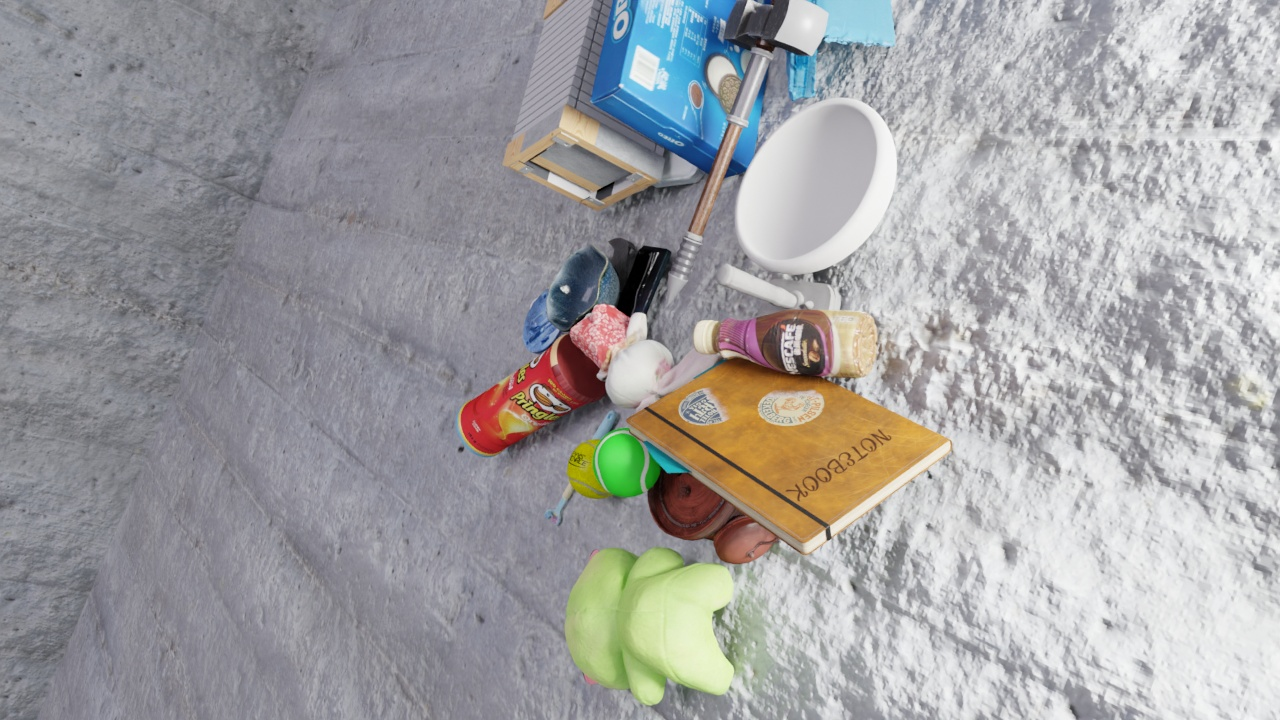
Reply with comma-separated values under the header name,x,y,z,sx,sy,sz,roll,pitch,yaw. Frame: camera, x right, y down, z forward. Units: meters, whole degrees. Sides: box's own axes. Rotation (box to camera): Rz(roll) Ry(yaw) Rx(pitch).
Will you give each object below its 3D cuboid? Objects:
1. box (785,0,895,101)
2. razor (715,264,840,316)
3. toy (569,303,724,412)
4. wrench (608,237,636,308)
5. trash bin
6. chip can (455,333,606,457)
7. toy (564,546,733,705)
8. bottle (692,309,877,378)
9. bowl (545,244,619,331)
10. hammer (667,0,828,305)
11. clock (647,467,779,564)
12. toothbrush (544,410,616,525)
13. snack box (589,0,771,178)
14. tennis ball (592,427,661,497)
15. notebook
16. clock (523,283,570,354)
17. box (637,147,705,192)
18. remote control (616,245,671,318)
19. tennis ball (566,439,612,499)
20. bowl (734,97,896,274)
name,x,y,z,sx,sy,sz,roll,pitch,yaw
box,0.211,-0.400,0.995,0.111,0.094,0.231,0,62,5
razor,0.117,-0.065,0.865,0.088,0.116,0.047,14,88,52
toy,-0.006,0.006,0.988,0.194,0.084,0.159,43,115,37
wrench,-0.013,-0.044,1.093,0.073,0.018,0.272,-40,46,30
trash bin,-0.049,-0.341,1.141,0.143,0.142,0.246,-12,61,55
chip can,-0.136,0.047,1.136,0.214,0.087,0.087,-30,50,39
toy,-0.006,0.245,0.868,0.197,0.107,0.150,-13,64,37
bottle,0.127,-0.018,0.837,0.166,0.059,0.059,4,74,31
bowl,-0.061,-0.079,1.102,0.111,0.055,0.110,-30,47,38
hammer,0.085,-0.208,0.940,0.322,0.043,0.156,-70,24,13
clock,0.080,0.119,0.849,0.158,0.072,0.120,21,88,53
toothbrush,-0.068,0.124,1.071,0.022,0.016,0.155,33,100,20
snack box,0.057,-0.350,1.022,0.056,0.195,0.238,-10,64,50
tennis ball,-0.013,0.095,0.860,0.066,0.065,0.065,-26,52,40
notebook,0.106,0.064,0.786,0.178,0.014,0.249,-29,35,-24
clock,-0.109,-0.058,1.185,0.089,0.052,0.125,-34,48,36
box,0.034,-0.311,1.164,0.192,0.045,0.209,4,74,51
remote control,-0.011,-0.065,1.072,0.047,0.022,0.150,16,82,46
tennis ball,-0.048,0.119,1.008,0.066,0.065,0.065,-26,52,40
bowl,0.176,-0.158,0.882,0.177,0.066,0.176,-27,52,40
